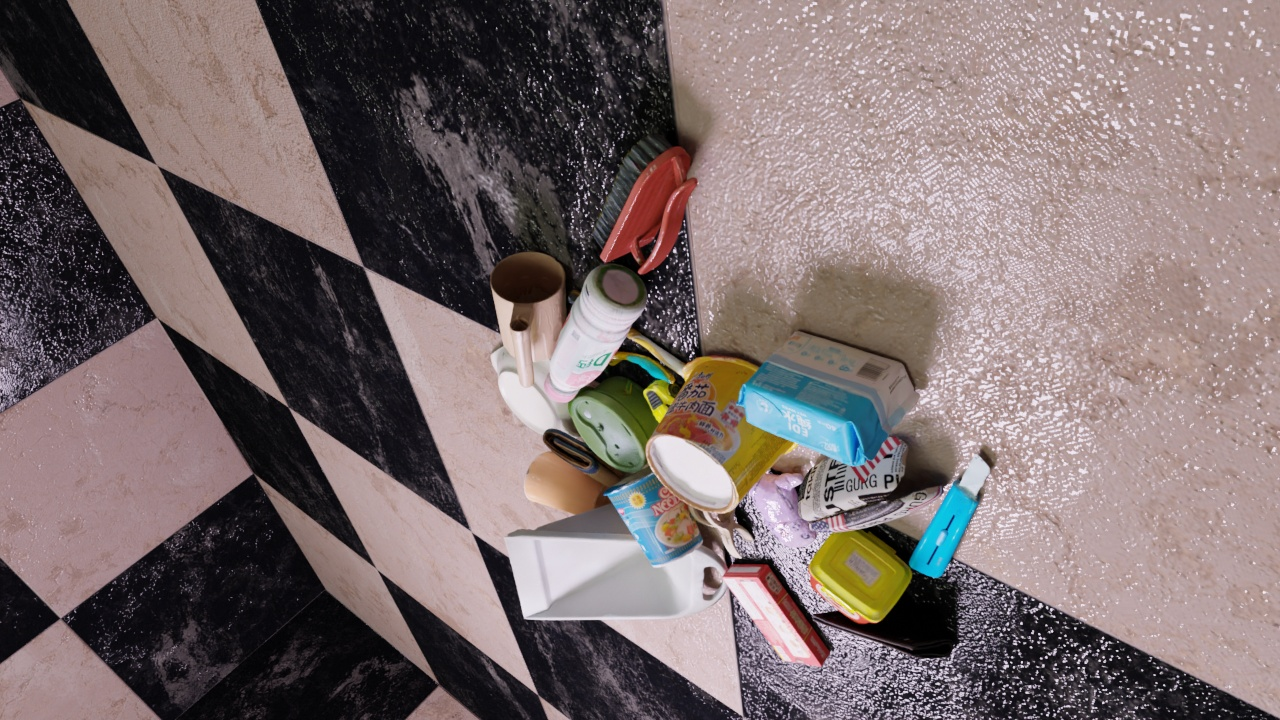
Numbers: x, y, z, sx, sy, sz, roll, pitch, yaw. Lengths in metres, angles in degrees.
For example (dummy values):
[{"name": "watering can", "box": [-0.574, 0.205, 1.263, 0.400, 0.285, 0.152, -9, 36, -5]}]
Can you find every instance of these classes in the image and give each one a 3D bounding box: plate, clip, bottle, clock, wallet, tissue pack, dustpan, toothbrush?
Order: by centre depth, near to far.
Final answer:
[{"name": "tissue pack", "box": [0.163, 0.034, 0.808, 0.140, 0.089, 0.063, 21, 140, 37]}, {"name": "wallet", "box": [0.261, 0.294, 0.993, 0.122, 0.020, 0.096, 8, 174, 45]}, {"name": "bottle", "box": [-0.059, -0.022, 1.006, 0.068, 0.068, 0.197, 43, 138, 7]}, {"name": "toothbrush", "box": [-0.008, -0.025, 1.019, 0.191, 0.018, 0.016, 35, 149, 19]}, {"name": "clip", "box": [0.091, 0.200, 1.103, 0.035, 0.082, 0.104, -1, 113, 51]}, {"name": "clock", "box": [-0.033, 0.078, 1.128, 0.116, 0.056, 0.162, 55, 148, -10]}, {"name": "wallet", "box": [-0.072, 0.135, 1.223, 0.090, 0.033, 0.115, 28, 169, 34]}, {"name": "dustpan", "box": [-0.024, 0.296, 1.234, 0.142, 0.257, 0.223, 54, 158, 39]}, {"name": "plate", "box": [-0.145, 0.049, 1.255, 0.163, 0.034, 0.165, 52, 149, -8]}]

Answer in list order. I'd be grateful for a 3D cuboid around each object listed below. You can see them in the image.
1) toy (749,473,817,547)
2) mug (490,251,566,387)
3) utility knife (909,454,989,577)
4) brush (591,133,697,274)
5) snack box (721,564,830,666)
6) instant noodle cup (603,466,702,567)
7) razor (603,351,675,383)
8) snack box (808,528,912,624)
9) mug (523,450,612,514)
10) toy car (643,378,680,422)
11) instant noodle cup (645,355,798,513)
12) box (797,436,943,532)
[{"name": "toy", "box": [0.158, 0.162, 1.006, 0.084, 0.038, 0.108, -4, 121, 42]}, {"name": "mug", "box": [-0.127, -0.045, 1.050, 0.084, 0.124, 0.104, 2, 140, 1]}, {"name": "utility knife", "box": [0.288, 0.146, 0.850, 0.034, 0.018, 0.192, 33, 144, 24]}, {"name": "brush", "box": [0.010, -0.139, 0.829, 0.069, 0.063, 0.146, 53, 149, 14]}, {"name": "snack box", "box": [0.174, 0.327, 1.181, 0.153, 0.025, 0.075, 54, 147, -11]}, {"name": "instant noodle cup", "box": [0.022, 0.188, 1.122, 0.099, 0.099, 0.110, -28, 89, 58]}, {"name": "razor", "box": [-0.006, 0.006, 1.042, 0.133, 0.028, 0.043, 14, 159, 47]}, {"name": "snack box", "box": [0.227, 0.227, 0.963, 0.091, 0.081, 0.080, 37, 161, 19]}, {"name": "mug", "box": [-0.095, 0.184, 1.310, 0.123, 0.078, 0.078, 17, 138, 33]}, {"name": "toy car", "box": [0.045, 0.066, 1.044, 0.105, 0.032, 0.048, 46, 148, -1]}, {"name": "instant noodle cup", "box": [0.078, 0.081, 0.934, 0.138, 0.109, 0.138, 28, 144, 22]}, {"name": "box", "box": [0.221, 0.134, 0.887, 0.088, 0.076, 0.163, 31, 149, -15]}]
